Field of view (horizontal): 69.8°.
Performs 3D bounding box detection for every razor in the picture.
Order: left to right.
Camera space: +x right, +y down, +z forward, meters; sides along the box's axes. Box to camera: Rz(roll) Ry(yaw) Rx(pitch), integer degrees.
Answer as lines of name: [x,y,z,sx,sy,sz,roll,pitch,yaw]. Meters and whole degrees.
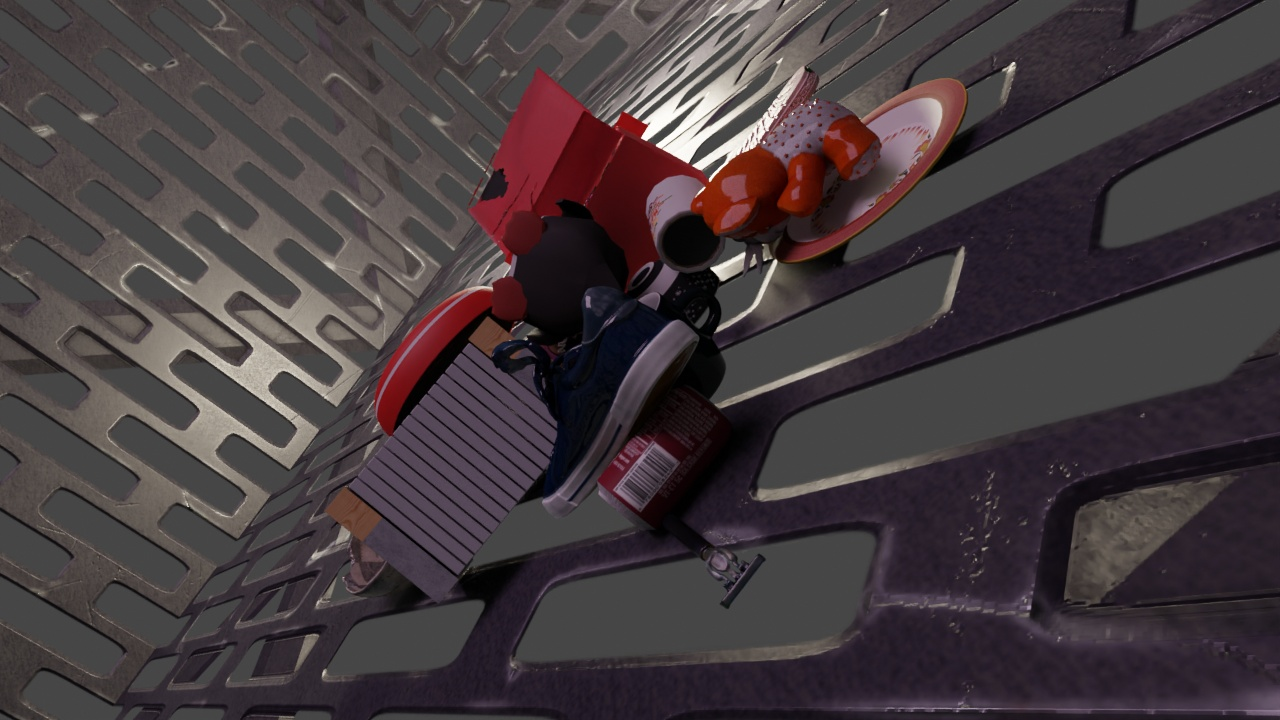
razor: [0.042,0.134,0.661,0.042,0.022,0.144,-50,19,-7]

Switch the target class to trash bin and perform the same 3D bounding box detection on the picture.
trash bin: [-0.179,0.101,0.967,0.246,0.142,0.142,-51,0,-6]

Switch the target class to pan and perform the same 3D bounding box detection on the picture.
pan: [-0.227,0.026,1.121,0.208,0.067,0.357,-50,-7,-17]

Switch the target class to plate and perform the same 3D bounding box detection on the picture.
plate: [0.215,-0.174,0.873,0.230,0.021,0.229,-42,20,19]

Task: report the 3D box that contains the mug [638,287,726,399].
mug: [0.032,-0.016,0.858,0.121,0.094,0.085,-54,20,-14]

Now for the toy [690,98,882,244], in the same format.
toy: [0.137,-0.175,0.890,0.172,0.093,0.163,-34,23,5]

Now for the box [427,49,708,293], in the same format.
box: [-0.095,-0.210,1.125,0.211,0.318,0.121,-58,3,22]

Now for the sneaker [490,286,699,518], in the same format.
sneaker: [-0.058,0.038,0.803,0.120,0.127,0.295,-44,-12,-38]

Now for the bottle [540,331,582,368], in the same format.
bottle: [-0.093,-0.005,1.075,0.166,0.060,0.059,-6,40,28]

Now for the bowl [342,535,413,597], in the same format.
bowl: [-0.290,0.216,1.138,0.179,0.081,0.178,-40,35,35]

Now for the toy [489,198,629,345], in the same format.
toy: [-0.063,-0.094,1.032,0.183,0.140,0.159,-21,-55,-74]

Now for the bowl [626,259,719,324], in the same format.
bowl: [0.023,-0.074,1.035,0.120,0.066,0.120,-42,20,19]

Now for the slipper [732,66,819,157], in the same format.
slipper: [0.142,-0.223,1.065,0.240,0.064,0.094,-55,11,24]

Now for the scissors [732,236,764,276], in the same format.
scissors: [0.125,-0.156,0.985,0.123,0.019,0.148,-30,58,-8]

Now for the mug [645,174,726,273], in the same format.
mug: [0.060,-0.157,0.994,0.105,0.073,0.089,-32,32,14]

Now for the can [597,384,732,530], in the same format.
can: [0.020,0.079,0.750,0.114,0.063,0.063,-51,19,-5]
